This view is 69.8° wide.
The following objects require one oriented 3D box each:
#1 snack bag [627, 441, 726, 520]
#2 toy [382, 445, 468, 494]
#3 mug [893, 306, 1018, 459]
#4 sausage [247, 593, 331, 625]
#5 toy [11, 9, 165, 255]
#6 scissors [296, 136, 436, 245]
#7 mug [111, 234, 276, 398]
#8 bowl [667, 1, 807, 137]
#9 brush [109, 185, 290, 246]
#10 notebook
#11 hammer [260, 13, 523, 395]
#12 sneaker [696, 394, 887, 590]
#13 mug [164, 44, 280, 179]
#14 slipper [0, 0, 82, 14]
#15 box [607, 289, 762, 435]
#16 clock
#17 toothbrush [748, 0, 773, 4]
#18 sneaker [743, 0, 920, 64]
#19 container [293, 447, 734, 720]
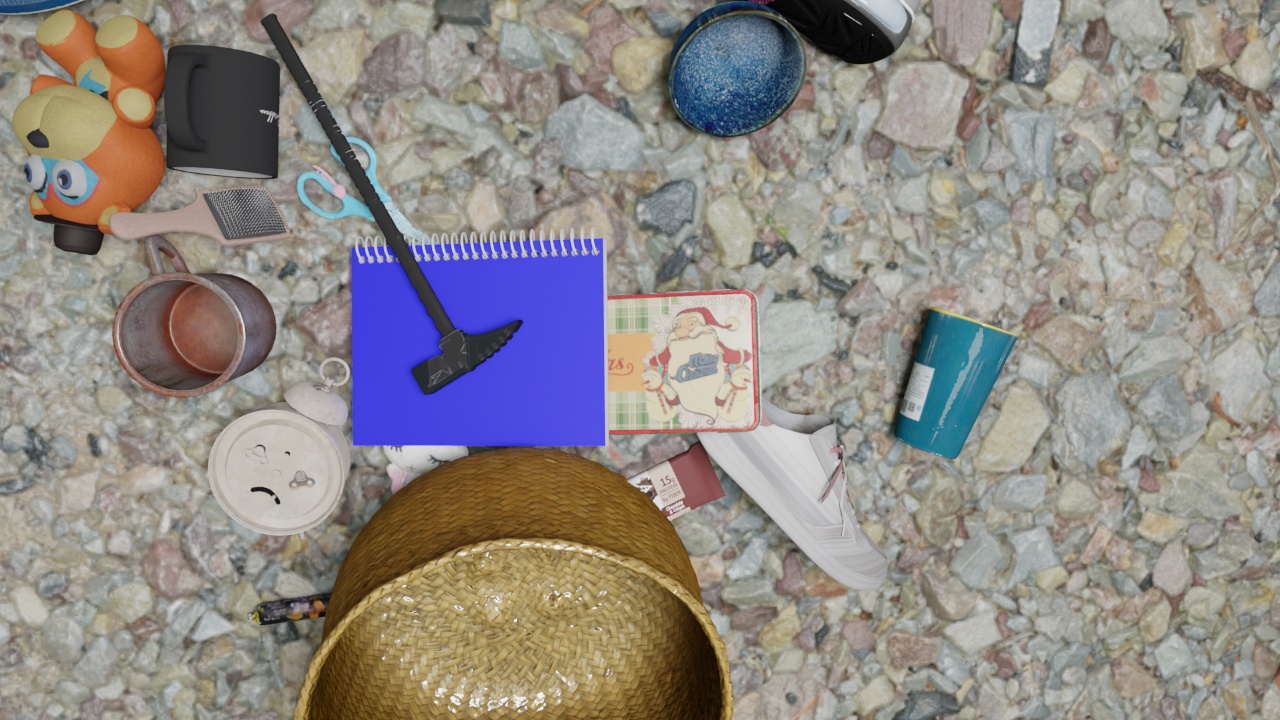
[{"bbox_3d":[-0.005,0.130,0.814,0.158,0.013,0.057,-25,98,-5],"label":"snack bag"},{"bbox_3d":[-0.178,0.066,0.769,0.079,0.038,0.122,17,90,-7],"label":"toy"},{"bbox_3d":[0.274,0.021,0.815,0.078,0.078,0.121,18,98,-10],"label":"mug"},{"bbox_3d":[-0.255,0.208,0.783,0.155,0.020,0.020,-5,97,-8],"label":"sausage"},{"bbox_3d":[-0.406,-0.167,0.683,0.112,0.096,0.176,10,105,19],"label":"toy"},{"bbox_3d":[-0.208,-0.130,0.760,0.141,0.015,0.076,31,90,-16],"label":"scissors"},{"bbox_3d":[-0.341,-0.038,0.700,0.096,0.110,0.123,-19,98,-11],"label":"mug"},{"bbox_3d":[0.073,-0.248,0.753,0.114,0.060,0.115,-8,141,-6],"label":"bowl"},{"bbox_3d":[-0.327,-0.109,0.689,0.015,0.135,0.050,-33,83,36],"label":"brush"},{"bbox_3d":[-0.130,-0.018,0.734,0.209,0.022,0.171,-1,89,10],"label":"notebook"},{"bbox_3d":[-0.208,-0.135,0.721,0.095,0.015,0.325,-31,88,10],"label":"hammer"},{"bbox_3d":[0.148,0.097,0.791,0.236,0.099,0.089,44,103,-9],"label":"sneaker"},{"bbox_3d":[-0.318,-0.186,0.683,0.078,0.113,0.088,3,96,0],"label":"mug"},{"bbox_3d":[-0.398,-0.337,0.684,0.294,0.060,0.118,-23,102,-7],"label":"slipper"},{"bbox_3d":[-0.004,0.004,0.745,0.206,0.051,0.117,-1,85,11],"label":"box"},{"bbox_3d":[-0.277,0.065,0.744,0.103,0.061,0.157,29,99,-10],"label":"clock"},{"bbox_3d":[0.015,-0.307,0.739,0.190,0.016,0.016,11,85,11],"label":"toothbrush"},{"bbox_3d":[0.131,-0.369,0.749,0.256,0.093,0.160,30,83,-9],"label":"sneaker"},{"bbox_3d":[-0.091,0.216,0.694,0.307,0.196,0.307,-2,114,-6],"label":"container"}]
